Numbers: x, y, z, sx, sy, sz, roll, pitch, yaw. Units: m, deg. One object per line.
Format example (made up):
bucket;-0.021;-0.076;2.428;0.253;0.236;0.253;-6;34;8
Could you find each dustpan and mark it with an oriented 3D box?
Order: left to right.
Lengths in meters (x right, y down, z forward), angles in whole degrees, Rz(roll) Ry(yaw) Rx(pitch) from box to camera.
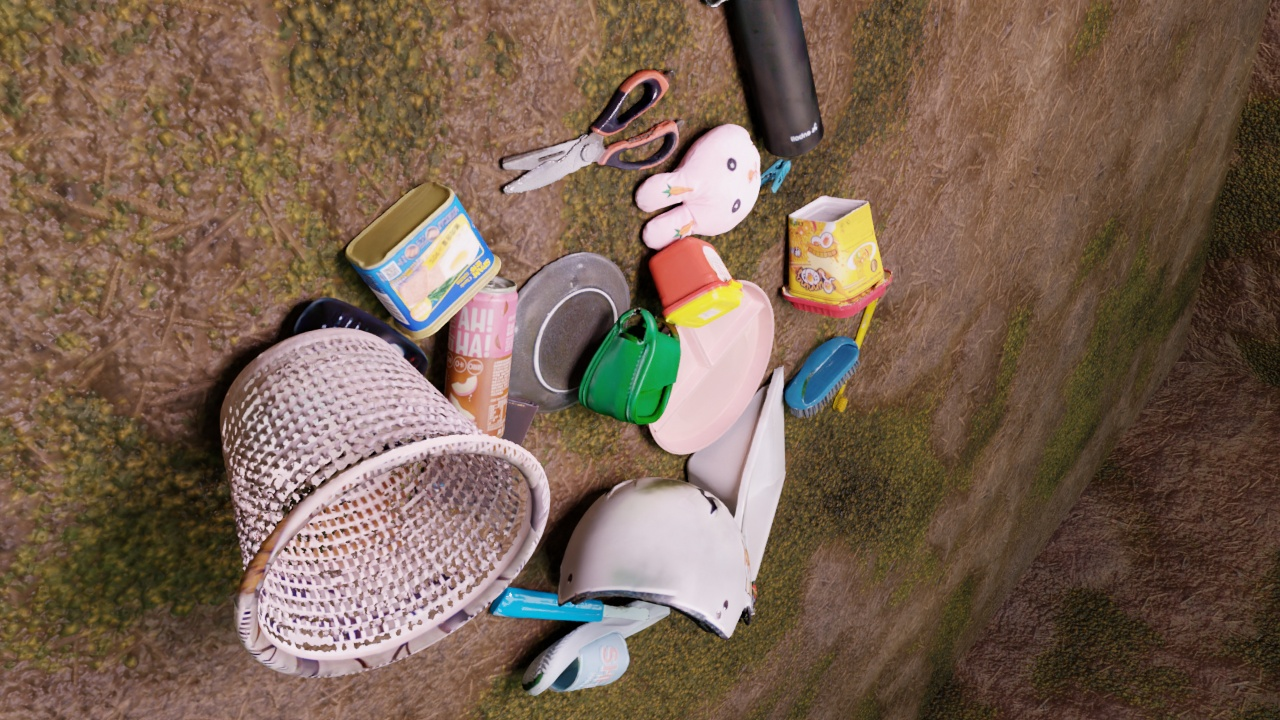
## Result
dustpan;0.164;0.181;1.238;0.257;0.143;0.223;-34;135;-28

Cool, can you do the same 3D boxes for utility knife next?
utility knife;-0.075;0.294;1.085;0.216;0.018;0.034;16;97;-32

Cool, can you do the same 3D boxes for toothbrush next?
toothbrush;0.331;-0.008;1.405;0.015;0.017;0.190;-7;118;-47

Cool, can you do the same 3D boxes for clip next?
clip;0.157;-0.216;1.072;0.055;0.038;0.013;-51;143;-29

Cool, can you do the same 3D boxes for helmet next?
helmet;0.024;0.214;1.053;0.274;0.230;0.156;44;55;-75

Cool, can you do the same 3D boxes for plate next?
plate;-0.070;-0.023;0.936;0.179;0.024;0.180;-27;131;-35
plate;0.082;0.007;1.124;0.228;0.028;0.230;-27;131;-37

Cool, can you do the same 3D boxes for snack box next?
snack box;0.058;-0.084;0.976;0.082;0.080;0.091;-28;168;21

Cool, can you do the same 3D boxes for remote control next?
remote control;-0.231;-0.013;0.758;0.053;0.024;0.136;-54;143;-3

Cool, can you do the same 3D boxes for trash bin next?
trash bin;-0.211;0.087;0.686;0.227;0.192;0.228;-25;140;-23

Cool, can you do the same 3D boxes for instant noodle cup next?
instant noodle cup;0.243;-0.134;1.158;0.115;0.116;0.124;-32;123;-32

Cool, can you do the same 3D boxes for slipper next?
slipper;-0.047;0.364;1.144;0.244;0.074;0.104;-13;155;-48

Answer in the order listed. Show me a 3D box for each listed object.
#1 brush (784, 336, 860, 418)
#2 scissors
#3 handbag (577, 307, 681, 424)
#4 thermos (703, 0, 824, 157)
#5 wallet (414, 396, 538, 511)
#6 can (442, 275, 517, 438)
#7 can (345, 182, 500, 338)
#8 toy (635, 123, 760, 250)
brush;0.258;0.015;1.306;0.143;0.055;0.073;-44;140;-21
scissors;-0.039;-0.213;0.857;0.202;0.015;0.204;22;97;-52
handbag;-0.006;0.006;0.969;0.120;0.068;0.131;-72;162;1
thermos;0.125;-0.321;0.943;0.090;0.068;0.243;-23;136;4
wallet;-0.162;0.088;0.902;0.096;0.020;0.122;16;101;-43
can;-0.145;0.000;0.826;0.057;0.058;0.147;-10;114;-45
can;-0.177;-0.083;0.750;0.102;0.057;0.083;-47;138;-18
toy;0.066;-0.178;0.970;0.159;0.054;0.121;-33;135;-20
